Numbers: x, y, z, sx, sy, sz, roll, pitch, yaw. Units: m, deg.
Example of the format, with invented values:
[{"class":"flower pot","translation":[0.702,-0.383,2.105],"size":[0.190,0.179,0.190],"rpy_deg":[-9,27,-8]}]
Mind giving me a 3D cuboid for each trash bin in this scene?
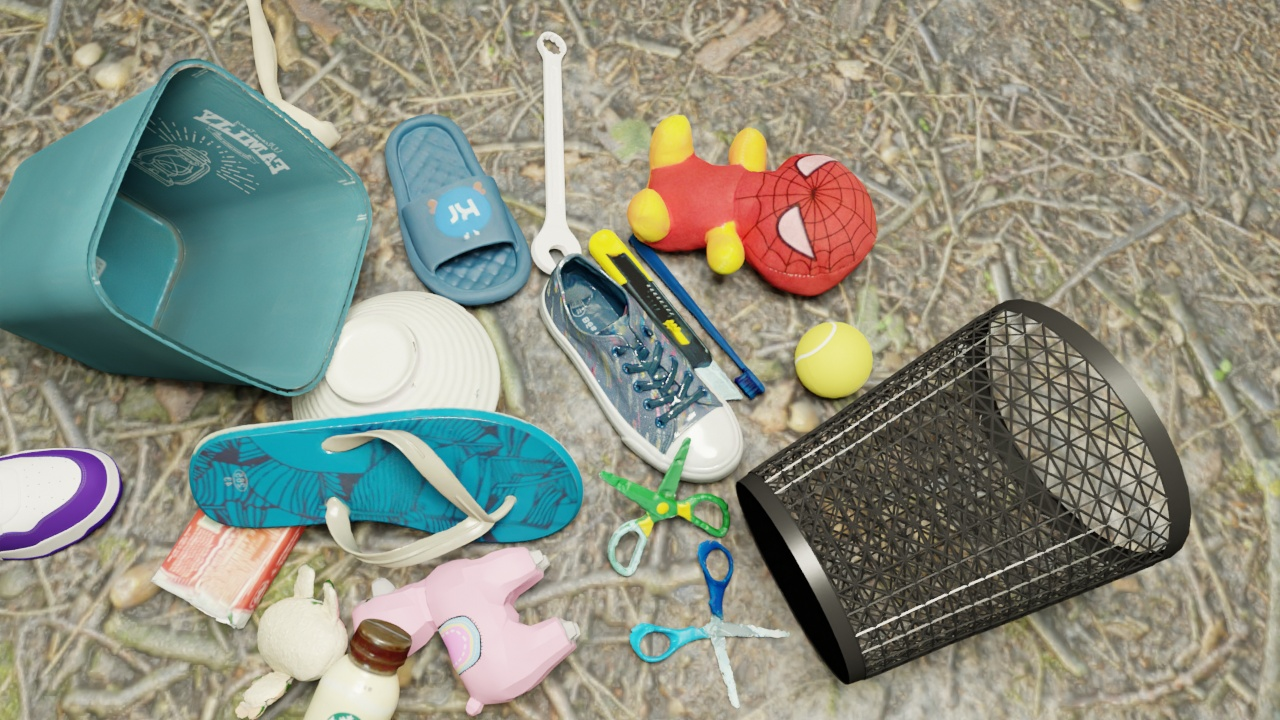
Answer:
[{"class":"trash bin","translation":[0.216,0.106,0.678],"size":[0.243,0.217,0.217],"rpy_deg":[-27,72,-6]},{"class":"trash bin","translation":[-0.365,-0.083,0.699],"size":[0.219,0.196,0.198],"rpy_deg":[-4,64,30]}]

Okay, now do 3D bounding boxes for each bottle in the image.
[{"class":"bottle","translation":[-0.210,0.262,0.641],"size":[0.056,0.056,0.162],"rpy_deg":[24,91,7]}]

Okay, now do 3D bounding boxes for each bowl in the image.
[{"class":"bowl","translation":[-0.207,0.010,0.739],"size":[0.177,0.071,0.177],"rpy_deg":[-1,69,3]}]

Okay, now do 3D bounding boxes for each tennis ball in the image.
[{"class":"tennis ball","translation":[0.165,0.000,0.784],"size":[0.065,0.065,0.065],"rpy_deg":[1,68,-2]}]

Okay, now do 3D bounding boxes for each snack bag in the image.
[{"class":"snack bag","translation":[-0.316,0.142,0.722],"size":[0.077,0.036,0.115],"rpy_deg":[25,69,6]}]

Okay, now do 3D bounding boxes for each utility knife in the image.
[{"class":"utility knife","translation":[0.021,-0.039,0.820],"size":[0.028,0.020,0.203],"rpy_deg":[-36,75,-13]}]

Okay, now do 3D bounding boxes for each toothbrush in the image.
[{"class":"toothbrush","translation":[0.047,-0.041,0.823],"size":[0.017,0.016,0.190],"rpy_deg":[-35,74,-8]}]

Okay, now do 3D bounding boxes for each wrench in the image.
[{"class":"wrench","translation":[-0.082,-0.203,0.875],"size":[0.047,0.009,0.273],"rpy_deg":[10,64,-30]}]

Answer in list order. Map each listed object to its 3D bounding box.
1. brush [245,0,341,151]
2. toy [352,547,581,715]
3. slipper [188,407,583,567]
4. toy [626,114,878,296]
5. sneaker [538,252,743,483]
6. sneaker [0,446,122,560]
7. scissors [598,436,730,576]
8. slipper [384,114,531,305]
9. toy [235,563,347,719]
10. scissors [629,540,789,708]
[{"class":"brush","translation":[-0.359,-0.295,0.889],"size":[0.077,0.062,0.272],"rpy_deg":[-19,66,-14]},{"class":"toy","translation":[-0.133,0.202,0.692],"size":[0.157,0.067,0.123],"rpy_deg":[-24,74,-6]},{"class":"slipper","translation":[-0.186,0.095,0.690],"size":[0.294,0.060,0.118],"rpy_deg":[2,107,-11]},{"class":"toy","translation":[0.102,-0.132,0.817],"size":[0.216,0.099,0.147],"rpy_deg":[17,77,5]},{"class":"sneaker","translation":[-0.004,0.004,0.768],"size":[0.087,0.079,0.235],"rpy_deg":[-38,74,-16]},{"class":"sneaker","translation":[-0.531,0.111,0.684],"size":[0.244,0.111,0.091],"rpy_deg":[-18,70,-10]},{"class":"scissors","translation":[0.015,0.120,0.733],"size":[0.125,0.011,0.131],"rpy_deg":[30,94,-22]},{"class":"slipper","translation":[-0.175,-0.141,0.830],"size":[0.103,0.059,0.213],"rpy_deg":[-24,70,-9]},{"class":"toy","translation":[-0.255,0.210,0.681],"size":[0.087,0.050,0.112],"rpy_deg":[4,71,37]},{"class":"scissors","translation":[0.057,0.204,0.726],"size":[0.127,0.014,0.133],"rpy_deg":[7,70,-2]}]
